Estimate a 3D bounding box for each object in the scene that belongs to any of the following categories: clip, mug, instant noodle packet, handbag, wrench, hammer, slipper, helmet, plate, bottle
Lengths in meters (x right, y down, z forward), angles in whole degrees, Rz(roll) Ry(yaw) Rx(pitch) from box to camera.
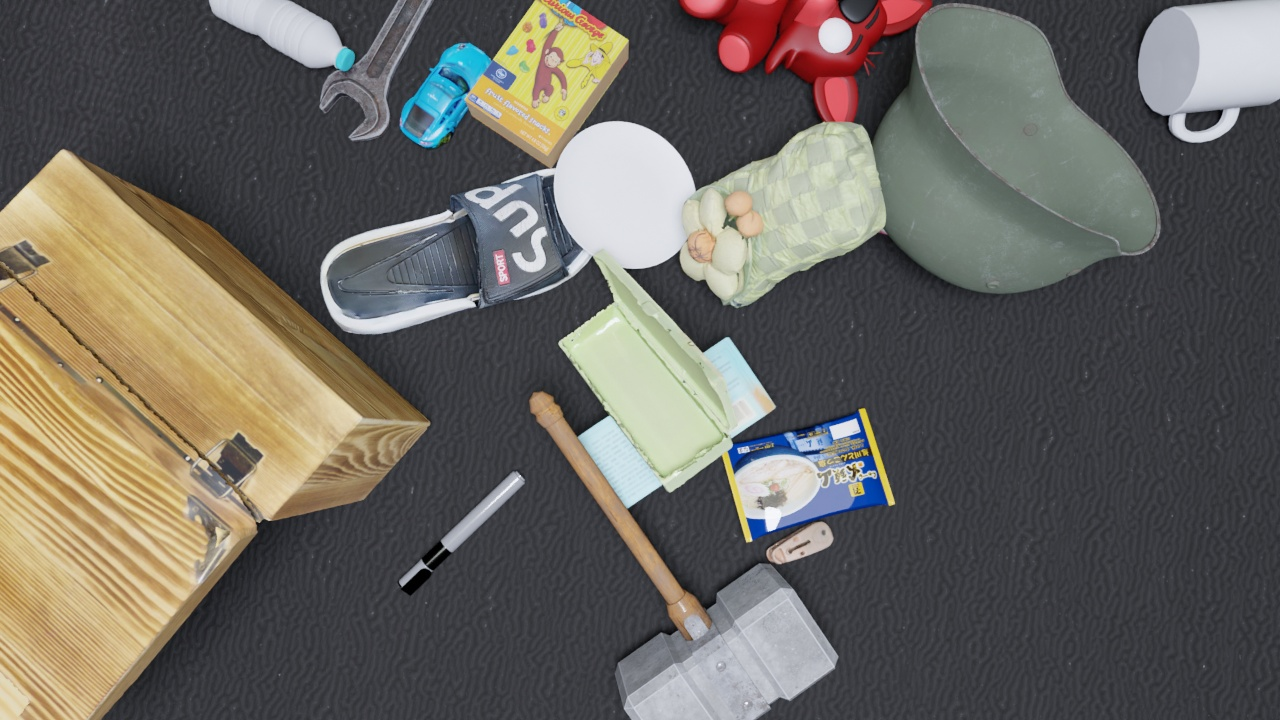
[{"bbox_3d":[0.139,0.163,0.808,0.061,0.049,0.025,-22,83,-43],"label":"clip"},{"bbox_3d":[0.510,-0.254,0.817,0.090,0.091,0.121,-6,118,-2],"label":"mug"},{"bbox_3d":[0.146,0.100,0.807,0.134,0.026,0.087,-14,77,-2],"label":"instant noodle packet"},{"bbox_3d":[0.104,-0.119,0.755,0.116,0.187,0.113,-17,84,-44],"label":"handbag"},{"bbox_3d":[-0.209,-0.326,0.843,0.070,0.010,0.273,28,85,1],"label":"wrench"},{"bbox_3d":[0.004,0.156,0.742,0.162,0.083,0.317,-34,99,-3],"label":"hammer"},{"bbox_3d":[-0.153,-0.096,0.801,0.264,0.063,0.111,-17,85,-1],"label":"slipper"},{"bbox_3d":[0.290,-0.145,0.755,0.267,0.154,0.226,13,56,-19],"label":"helmet"},{"bbox_3d":[-0.013,-0.146,0.816,0.134,0.011,0.134,4,80,-21],"label":"plate"},{"bbox_3d":[-0.318,-0.299,0.820,0.136,0.044,0.044,30,85,4],"label":"bottle"}]

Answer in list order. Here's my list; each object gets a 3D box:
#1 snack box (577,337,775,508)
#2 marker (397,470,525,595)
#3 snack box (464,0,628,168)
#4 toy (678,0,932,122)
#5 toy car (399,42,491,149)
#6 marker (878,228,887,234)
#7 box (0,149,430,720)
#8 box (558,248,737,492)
[{"bbox_3d":[0.025,0.058,0.796,0.174,0.053,0.075,-34,87,-5],"label":"snack box"},{"bbox_3d":[-0.156,0.150,0.804,0.140,0.016,0.016,-44,87,-4],"label":"marker"},{"bbox_3d":[-0.083,-0.253,0.824,0.088,0.040,0.125,34,86,2],"label":"snack box"},{"bbox_3d":[0.141,-0.313,0.801,0.197,0.120,0.158,34,83,-7],"label":"toy"},{"bbox_3d":[-0.175,-0.241,0.827,0.048,0.032,0.105,36,84,2],"label":"toy car"},{"bbox_3d":[0.224,-0.118,0.834,0.142,0.013,0.012,16,85,1],"label":"marker"},{"bbox_3d":[-0.388,0.074,0.668,0.279,0.287,0.336,43,84,3],"label":"box"},{"bbox_3d":[-0.005,0.006,0.742,0.082,0.098,0.188,-35,48,-6],"label":"box"}]
